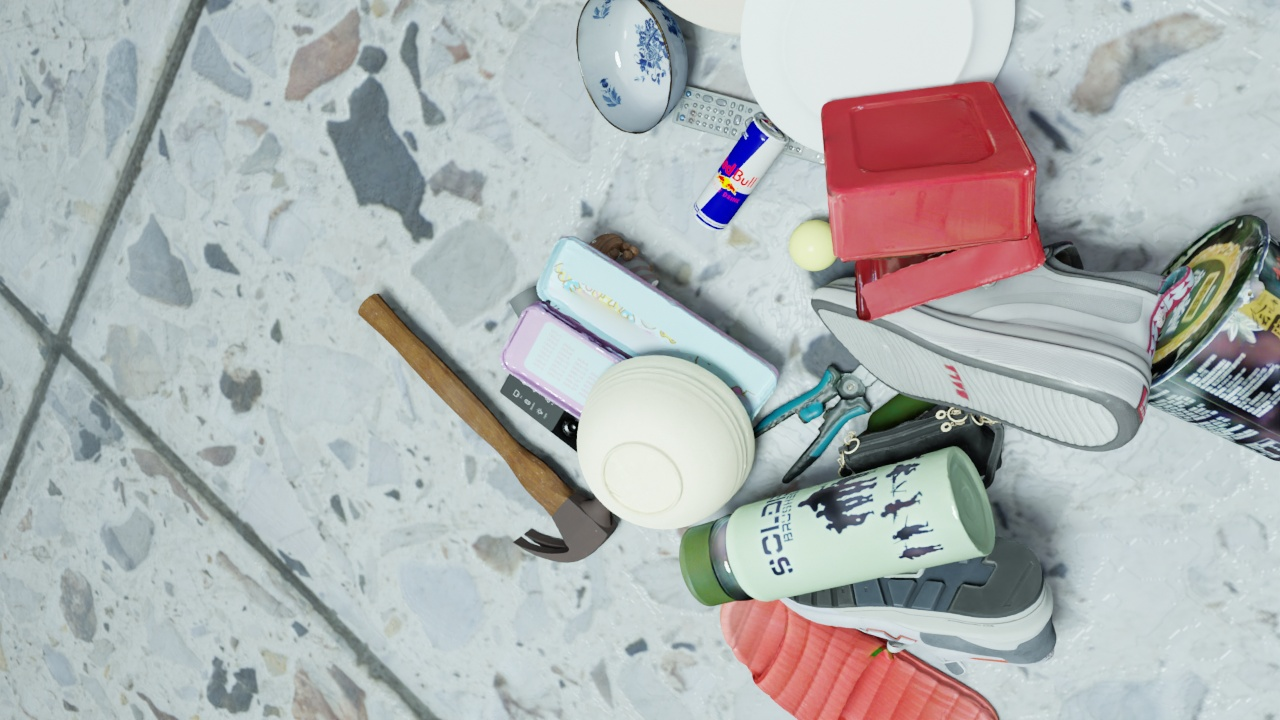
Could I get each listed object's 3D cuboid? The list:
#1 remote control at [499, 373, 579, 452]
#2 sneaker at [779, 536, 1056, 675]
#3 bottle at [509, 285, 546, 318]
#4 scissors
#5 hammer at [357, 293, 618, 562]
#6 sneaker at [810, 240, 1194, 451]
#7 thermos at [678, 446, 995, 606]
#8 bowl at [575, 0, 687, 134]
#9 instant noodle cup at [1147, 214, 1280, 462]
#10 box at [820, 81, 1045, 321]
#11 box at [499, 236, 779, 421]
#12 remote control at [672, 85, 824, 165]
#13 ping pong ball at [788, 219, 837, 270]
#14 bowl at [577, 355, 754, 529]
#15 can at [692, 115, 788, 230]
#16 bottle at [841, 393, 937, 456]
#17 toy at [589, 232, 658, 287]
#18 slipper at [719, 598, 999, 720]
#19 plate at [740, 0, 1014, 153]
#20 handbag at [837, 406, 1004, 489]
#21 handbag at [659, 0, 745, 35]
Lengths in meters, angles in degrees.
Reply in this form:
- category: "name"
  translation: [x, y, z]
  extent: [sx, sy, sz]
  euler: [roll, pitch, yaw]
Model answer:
- category: "remote control"
  translation: [-0.064, 0.058, 0.845]
  extent: [0.150, 0.013, 0.034]
  euler: [36, 111, 13]
- category: "sneaker"
  translation: [0.211, 0.192, 0.713]
  extent: [0.240, 0.088, 0.124]
  euler: [-5, 135, 49]
- category: "bottle"
  translation: [-0.078, -0.012, 0.829]
  extent: [0.030, 0.030, 0.113]
  euler: [-32, 87, 24]
- category: "scissors"
  translation: [0.147, 0.041, 0.752]
  extent: [0.148, 0.019, 0.123]
  euler: [-2, 98, 21]
- category: "hammer"
  translation: [-0.150, 0.058, 0.861]
  extent: [0.323, 0.033, 0.116]
  euler: [45, 118, 9]
- category: "sneaker"
  translation: [0.236, -0.035, 0.638]
  extent: [0.128, 0.097, 0.263]
  euler: [-50, 36, -15]
- category: "thermos"
  translation: [0.136, 0.129, 0.683]
  extent: [0.232, 0.082, 0.082]
  euler: [-24, 90, 34]
- category: "bowl"
  translation: [0.001, -0.244, 0.736]
  extent: [0.114, 0.045, 0.114]
  euler: [34, 139, 36]
- category: "instant noodle cup"
  translation: [0.392, -0.005, 0.588]
  extent: [0.112, 0.137, 0.137]
  euler: [34, 110, 4]
- category: "box"
  translation: [0.189, -0.120, 0.617]
  extent: [0.134, 0.157, 0.110]
  euler: [-14, 120, 18]
- category: "box"
  translation: [-0.004, 0.004, 0.771]
  extent: [0.214, 0.034, 0.151]
  euler: [33, 125, 2]
- category: "remote control"
  translation: [0.091, -0.190, 0.736]
  extent: [0.136, 0.013, 0.033]
  euler: [21, 107, 18]
- category: "ping pong ball"
  translation: [0.137, -0.090, 0.721]
  extent: [0.040, 0.040, 0.040]
  euler: [4, 101, 22]
- category: "bowl"
  translation: [0.011, 0.079, 0.742]
  extent: [0.151, 0.075, 0.151]
  euler: [8, 118, 16]
- category: "can"
  translation: [0.078, -0.147, 0.730]
  extent: [0.032, 0.032, 0.095]
  euler: [43, 124, 10]
- category: "bottle"
  translation: [0.201, 0.044, 0.727]
  extent: [0.106, 0.025, 0.025]
  euler: [-41, 83, 23]
- category: "toy"
  translation: [-0.010, -0.072, 0.786]
  extent: [0.102, 0.041, 0.055]
  euler: [32, 132, 23]
- category: "slipper"
  translation: [0.173, 0.270, 0.761]
  extent: [0.249, 0.059, 0.104]
  euler: [28, 108, 14]
- category: "plate"
  translation: [0.165, -0.228, 0.648]
  extent: [0.188, 0.016, 0.189]
  euler: [4, 126, 5]
- category: "handbag"
  translation: [0.211, 0.071, 0.693]
  extent: [0.129, 0.079, 0.054]
  euler: [-21, 49, 25]
- category: "handbag"
  translation: [0.081, -0.354, 0.673]
  extent: [0.209, 0.103, 0.210]
  euler: [-36, 95, 23]
